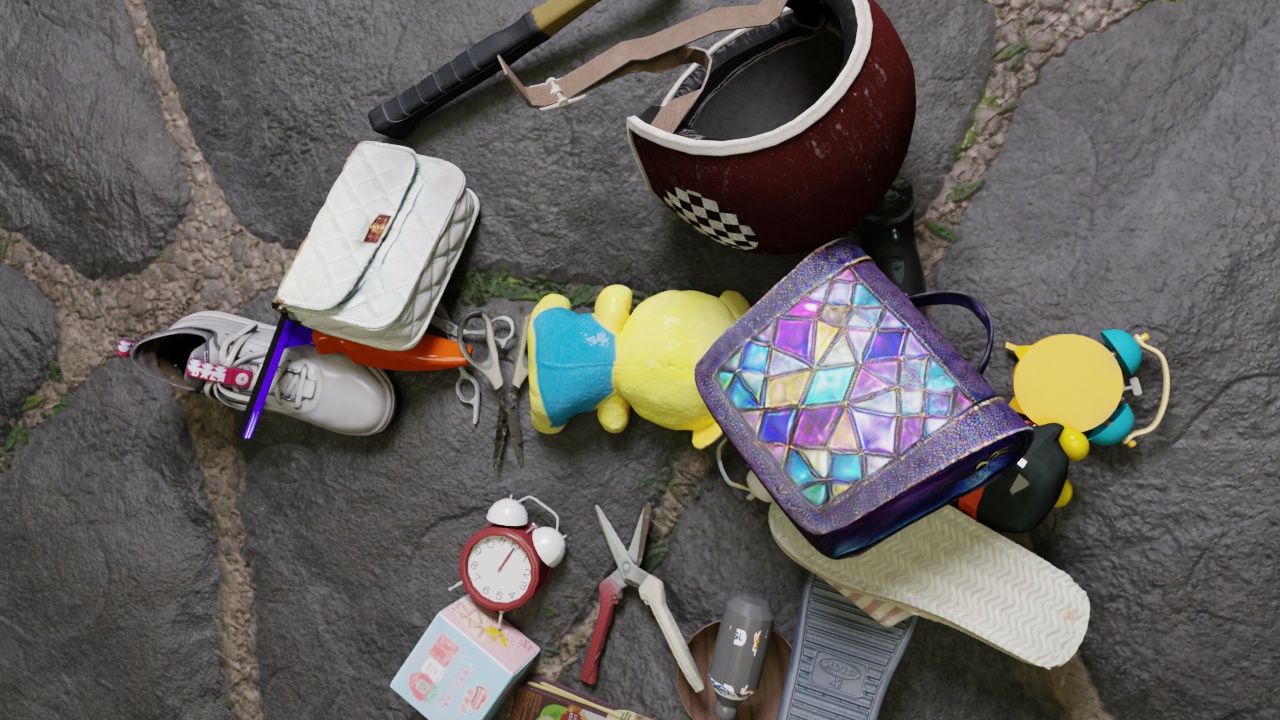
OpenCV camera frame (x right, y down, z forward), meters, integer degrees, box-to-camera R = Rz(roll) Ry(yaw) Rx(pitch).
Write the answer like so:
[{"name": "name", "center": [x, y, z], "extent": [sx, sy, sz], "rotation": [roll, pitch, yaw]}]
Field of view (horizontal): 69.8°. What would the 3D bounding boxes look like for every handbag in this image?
[{"name": "handbag", "center": [0.181, 0.027, 0.727], "extent": [0.222, 0.125, 0.204], "rotation": [-36, 62, 2]}, {"name": "handbag", "center": [-0.247, -0.113, 0.864], "extent": [0.139, 0.072, 0.194], "rotation": [14, 68, 12]}]

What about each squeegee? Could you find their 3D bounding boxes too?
[{"name": "squeegee", "center": [-0.257, -0.018, 0.896], "extent": [0.185, 0.055, 0.249], "rotation": [9, 61, -2]}]

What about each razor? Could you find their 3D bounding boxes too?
[{"name": "razor", "center": [0.221, -0.089, 0.802], "extent": [0.053, 0.063, 0.140], "rotation": [-10, 90, 14]}]

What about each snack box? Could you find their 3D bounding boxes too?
[{"name": "snack box", "center": [-0.170, 0.300, 0.898], "extent": [0.095, 0.079, 0.093], "rotation": [36, 99, 11]}, {"name": "snack box", "center": [-0.042, 0.390, 0.897], "extent": [0.186, 0.031, 0.101], "rotation": [17, 96, 11]}]

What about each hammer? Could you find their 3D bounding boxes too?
[{"name": "hammer", "center": [-0.115, -0.299, 0.854], "extent": [0.334, 0.117, 0.025], "rotation": [-25, 84, 18]}]

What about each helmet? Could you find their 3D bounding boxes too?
[{"name": "helmet", "center": [0.089, -0.200, 0.729], "extent": [0.234, 0.253, 0.233], "rotation": [37, 86, 31]}]

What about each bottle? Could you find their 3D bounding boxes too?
[{"name": "bottle", "center": [0.088, 0.266, 0.822], "extent": [0.047, 0.047, 0.112], "rotation": [13, 95, 12]}]

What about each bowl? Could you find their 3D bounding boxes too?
[{"name": "bowl", "center": [0.095, 0.297, 0.863], "extent": [0.119, 0.032, 0.119], "rotation": [1, 92, 13]}]

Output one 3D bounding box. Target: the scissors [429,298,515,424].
[{"name": "scissors", "center": [-0.191, -0.017, 0.923], "extent": [0.142, 0.014, 0.165], "rotation": [5, 97, 19]}]

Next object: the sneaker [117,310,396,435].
[{"name": "sneaker", "center": [-0.374, 0.013, 0.907], "extent": [0.263, 0.128, 0.097], "rotation": [17, 99, 7]}]

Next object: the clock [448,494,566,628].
[{"name": "clock", "center": [-0.127, 0.192, 0.902], "extent": [0.087, 0.044, 0.125], "rotation": [35, 100, 9]}]

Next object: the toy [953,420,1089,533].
[{"name": "toy", "center": [0.299, 0.090, 0.780], "extent": [0.119, 0.099, 0.098], "rotation": [30, 144, 33]}]

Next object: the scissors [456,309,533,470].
[{"name": "scissors", "center": [-0.123, 0.021, 0.899], "extent": [0.153, 0.012, 0.163], "rotation": [-38, 107, -7]}]

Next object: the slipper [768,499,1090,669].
[{"name": "slipper", "center": [0.234, 0.172, 0.768], "extent": [0.263, 0.052, 0.115], "rotation": [24, 77, 14]}]

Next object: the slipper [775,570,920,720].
[{"name": "slipper", "center": [0.177, 0.259, 0.812], "extent": [0.101, 0.082, 0.263], "rotation": [19, 72, 11]}]

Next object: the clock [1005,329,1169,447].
[{"name": "clock", "center": [0.379, 0.021, 0.784], "extent": [0.130, 0.043, 0.099], "rotation": [6, 94, 19]}]

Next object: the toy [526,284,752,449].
[{"name": "toy", "center": [-0.005, 0.005, 0.847], "extent": [0.214, 0.083, 0.149], "rotation": [2, 101, 11]}]

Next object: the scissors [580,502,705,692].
[{"name": "scissors", "center": [0.000, 0.239, 0.874], "extent": [0.179, 0.015, 0.200], "rotation": [30, 105, 31]}]

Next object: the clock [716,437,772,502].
[{"name": "clock", "center": [0.131, 0.080, 0.838], "extent": [0.125, 0.052, 0.089], "rotation": [-21, 89, 16]}]
